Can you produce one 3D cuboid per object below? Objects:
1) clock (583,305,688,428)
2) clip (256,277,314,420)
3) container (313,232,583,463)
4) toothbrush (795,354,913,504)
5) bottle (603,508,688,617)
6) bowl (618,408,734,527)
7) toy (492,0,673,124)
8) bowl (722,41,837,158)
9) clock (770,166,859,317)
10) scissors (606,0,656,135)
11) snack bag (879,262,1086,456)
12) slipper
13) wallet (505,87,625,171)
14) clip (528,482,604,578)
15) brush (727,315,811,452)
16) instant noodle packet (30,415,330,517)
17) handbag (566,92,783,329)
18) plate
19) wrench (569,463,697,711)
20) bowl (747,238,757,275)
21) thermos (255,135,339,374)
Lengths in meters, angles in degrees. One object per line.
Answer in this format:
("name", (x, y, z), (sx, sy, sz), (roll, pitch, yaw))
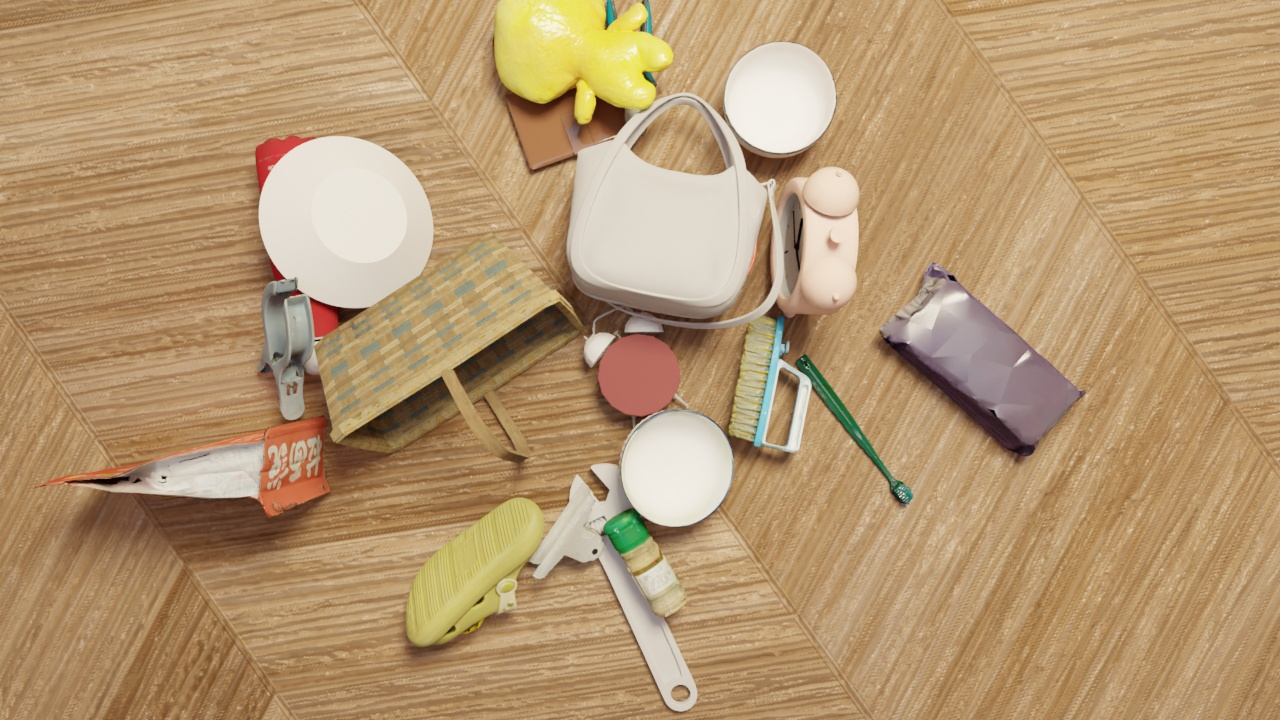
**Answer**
("clock", (-0.006, 0.005, 0.949), (0.087, 0.044, 0.124), (-26, 89, 1))
("clip", (-0.359, -0.027, 0.912), (0.027, 0.164, 0.106), (-16, 55, -37))
("container", (-0.171, 0.018, 0.901), (0.250, 0.157, 0.186), (-33, 78, 0))
("toothbrush", (0.224, 0.073, 0.959), (0.016, 0.017, 0.190), (-37, 89, 0))
("bottle", (0.006, 0.206, 0.931), (0.043, 0.043, 0.111), (-31, 93, 0))
("bowl", (0.030, 0.105, 0.933), (0.118, 0.062, 0.118), (-1, 92, -15))
("toy", (-0.067, -0.316, 0.919), (0.208, 0.092, 0.133), (27, 86, 10))
("bowl", (0.139, -0.261, 0.938), (0.113, 0.063, 0.113), (0, 90, 1))
("clock", (0.177, -0.110, 0.888), (0.086, 0.160, 0.131), (2, 89, 0))
("scissors", (-0.012, -0.314, 0.957), (0.150, 0.019, 0.131), (42, 80, -6))
("snack bag", (0.349, 0.001, 0.937), (0.205, 0.058, 0.096), (41, 91, 0))
("slipper", (-0.159, 0.220, 0.941), (0.191, 0.091, 0.081), (-43, 129, 10))
("wallet", (-0.072, -0.259, 0.966), (0.121, 0.013, 0.087), (-20, 88, -1))
("clip", (-0.070, 0.180, 0.941), (0.057, 0.054, 0.102), (37, 96, 34))
("brush", (0.137, 0.022, 0.940), (0.075, 0.055, 0.136), (11, 90, 5))
("instant noodle packet", (-0.438, 0.103, 0.896), (0.221, 0.164, 0.084), (-2, 91, 0))
("handbag", (0.039, -0.154, 0.900), (0.216, 0.096, 0.222), (12, 78, 0))
("plate", (-0.284, -0.141, 0.912), (0.173, 0.036, 0.174), (2, 86, -32))
("wrench", (0.002, 0.237, 0.962), (0.087, 0.018, 0.273), (-26, 91, 1))
("bowl", (0.053, -0.120, 0.948), (0.130, 0.045, 0.130), (0, 90, 1))
("thermos", (-0.342, -0.105, 0.940), (0.073, 0.073, 0.240), (-8, 91, 1))
